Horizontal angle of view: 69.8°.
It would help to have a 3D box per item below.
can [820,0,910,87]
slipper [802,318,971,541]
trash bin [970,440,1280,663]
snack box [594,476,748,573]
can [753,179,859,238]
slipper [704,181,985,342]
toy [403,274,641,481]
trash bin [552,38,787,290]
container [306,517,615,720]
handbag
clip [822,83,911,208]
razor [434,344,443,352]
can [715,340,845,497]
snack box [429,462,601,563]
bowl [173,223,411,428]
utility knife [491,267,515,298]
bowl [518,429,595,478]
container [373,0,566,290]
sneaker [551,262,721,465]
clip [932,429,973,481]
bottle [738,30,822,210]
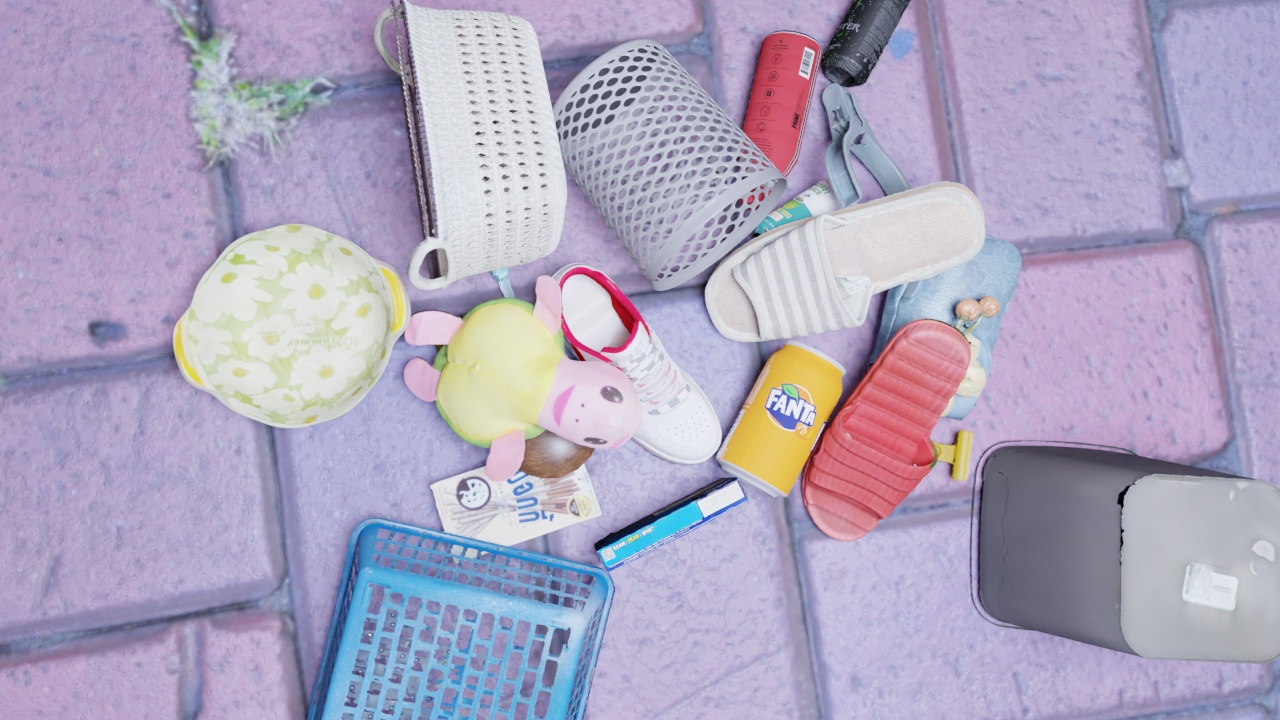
[{"bbox_3d":[0.238,-0.351,0.950,0.054,0.054,0.137,29,84,-3],"label":"can"},{"bbox_3d":[0.229,0.077,0.869,0.103,0.059,0.249,22,116,0],"label":"slipper"},{"bbox_3d":[0.451,0.176,0.852,0.197,0.220,0.197,4,86,-5],"label":"trash bin"},{"bbox_3d":[0.027,0.157,0.884,0.150,0.082,0.027,-27,88,-6],"label":"snack box"},{"bbox_3d":[0.168,-0.140,0.930,0.101,0.055,0.055,-33,90,-6],"label":"can"},{"bbox_3d":[0.189,-0.088,0.872,0.273,0.053,0.114,-22,107,21],"label":"slipper"},{"bbox_3d":[-0.112,0.016,0.842,0.238,0.087,0.190,14,88,15],"label":"toy"},{"bbox_3d":[0.019,-0.186,0.862,0.156,0.156,0.183,-37,80,-7],"label":"trash bin"},{"bbox_3d":[-0.183,0.349,0.836,0.257,0.089,0.362,13,90,-4],"label":"container"},{"bbox_3d":[0.302,-0.038,0.904,0.122,0.118,0.192,19,92,-2],"label":"handbag"},{"bbox_3d":[0.208,-0.199,0.905,0.031,0.163,0.172,-33,84,37],"label":"clip"},{"bbox_3d":[-0.149,-0.020,0.911,0.105,0.026,0.042,-21,86,-10],"label":"razor"},{"bbox_3d":[0.139,0.058,0.902,0.079,0.079,0.142,29,84,-3],"label":"can"},{"bbox_3d":[-0.121,0.136,0.900,0.150,0.026,0.082,-17,88,-6],"label":"snack box"},{"bbox_3d":[-0.322,-0.031,0.874,0.219,0.060,0.188,-16,87,-2],"label":"bowl"},{"bbox_3d":[-0.148,-0.110,0.918,0.022,0.015,0.147,-20,86,-6],"label":"utility knife"},{"bbox_3d":[-0.095,0.058,0.889,0.114,0.026,0.101,33,72,14],"label":"bowl"},{"bbox_3d":[-0.155,-0.196,0.834,0.143,0.185,0.251,-8,73,-14],"label":"container"},{"bbox_3d":[-0.005,0.005,0.880,0.090,0.104,0.236,-37,90,-7],"label":"sneaker"},{"bbox_3d":[0.320,0.097,0.944,0.046,0.048,0.054,12,86,-29],"label":"clip"},{"bbox_3d":[0.136,-0.239,0.930,0.062,0.062,0.176,14,85,-4],"label":"bottle"}]
